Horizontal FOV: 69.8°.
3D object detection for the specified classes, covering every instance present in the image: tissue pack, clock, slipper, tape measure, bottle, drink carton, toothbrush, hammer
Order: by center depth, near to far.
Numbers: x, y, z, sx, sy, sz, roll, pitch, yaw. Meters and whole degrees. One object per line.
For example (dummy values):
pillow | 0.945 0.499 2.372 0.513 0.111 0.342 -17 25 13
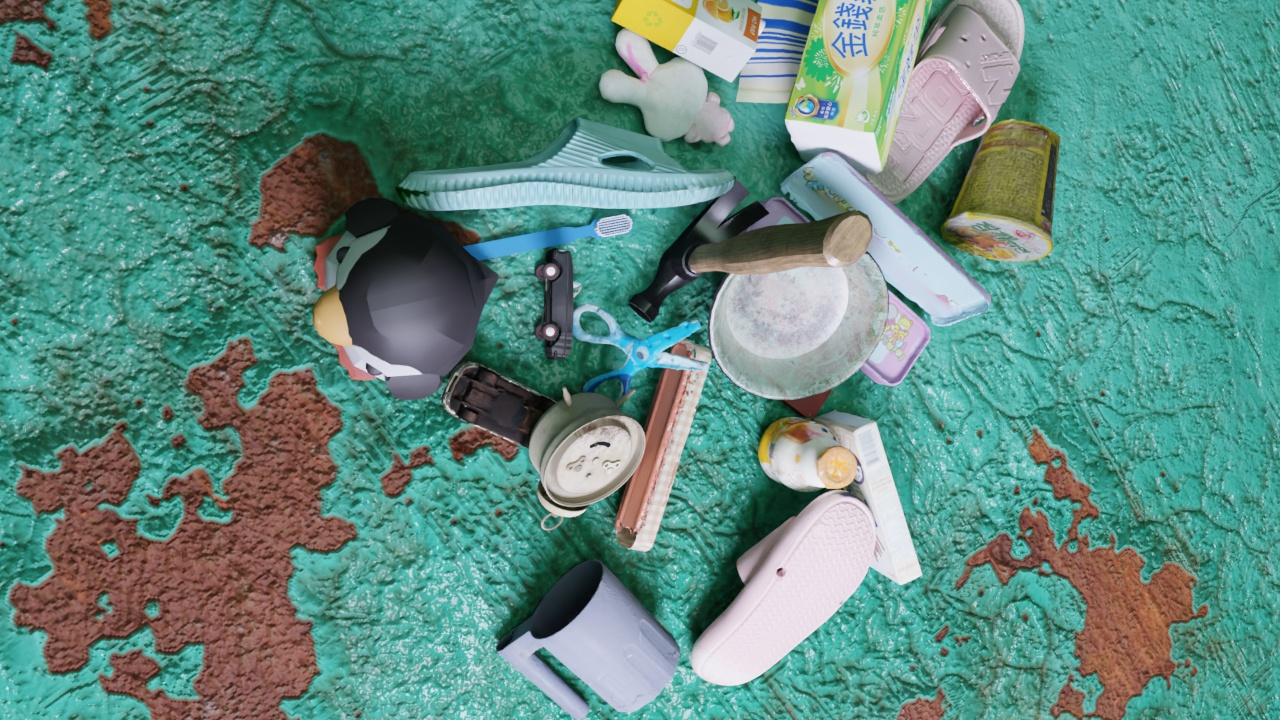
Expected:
hammer | 0.081 -0.083 0.671 0.040 0.306 0.132 43 82 -14
slipper | -0.055 -0.156 0.731 0.276 0.116 0.069 -4 108 -11
clock | -0.055 0.085 0.766 0.092 0.054 0.141 3 121 -39
drink carton | 0.043 -0.290 0.771 0.122 0.040 0.058 22 57 -16
toothbrush | -0.085 -0.101 0.775 0.166 0.014 0.016 -13 97 -14
tissue pack | 0.162 -0.277 0.792 0.141 0.120 0.197 16 82 20
bottle | 0.148 0.085 0.805 0.063 0.109 0.063 -1 94 -16
slipper | 0.126 0.206 0.818 0.106 0.055 0.222 28 106 -31
slipper | 0.284 -0.245 0.843 0.094 0.064 0.239 39 85 -15
tape measure | 0.148 0.018 0.846 0.059 0.019 0.051 37 84 -15

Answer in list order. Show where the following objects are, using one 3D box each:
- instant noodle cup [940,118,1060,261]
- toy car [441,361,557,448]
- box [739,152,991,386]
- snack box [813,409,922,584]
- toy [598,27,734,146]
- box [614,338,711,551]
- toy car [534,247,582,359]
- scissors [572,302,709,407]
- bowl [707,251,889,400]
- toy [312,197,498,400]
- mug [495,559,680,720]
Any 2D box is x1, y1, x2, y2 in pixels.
instant noodle cup | 0.342 -0.159 0.855 0.102 0.102 0.108 21 80 -16
toy car | -0.114 0.039 0.767 0.112 0.040 0.048 30 85 -34
box | 0.198 -0.082 0.832 0.214 0.062 0.140 38 118 -15
snack box | 0.207 0.122 0.839 0.026 0.082 0.150 -21 99 -12
toy | 0.025 -0.225 0.784 0.125 0.037 0.076 26 78 -19
box | 0.023 0.074 0.789 0.055 0.076 0.187 18 91 18
toy car | -0.068 -0.047 0.769 0.037 0.040 0.092 0 92 -16
scissors | -0.002 0.006 0.768 0.141 0.013 0.113 11 106 24
bowl | 0.132 -0.043 0.792 0.157 0.038 0.158 -4 118 -7
toy | -0.163 -0.046 0.666 0.140 0.184 0.159 -14 99 -13
mug | -0.044 0.247 0.785 0.124 0.083 0.104 -39 106 14
